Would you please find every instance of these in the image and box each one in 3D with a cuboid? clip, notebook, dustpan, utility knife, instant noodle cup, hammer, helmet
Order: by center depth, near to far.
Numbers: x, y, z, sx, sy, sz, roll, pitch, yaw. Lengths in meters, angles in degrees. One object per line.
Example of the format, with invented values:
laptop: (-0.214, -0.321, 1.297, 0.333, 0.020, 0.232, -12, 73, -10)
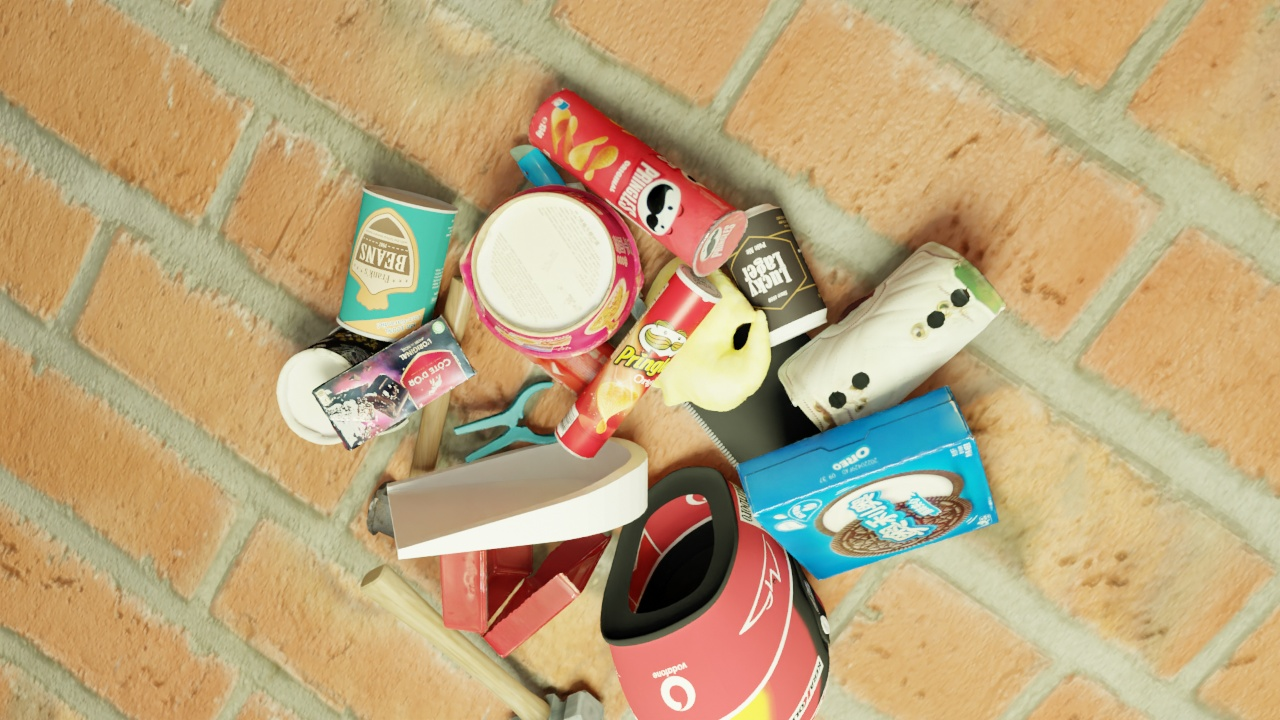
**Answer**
instant noodle cup: (-0.090, -0.091, 0.900, 0.178, 0.077, 0.178, 0, 90, 2)
helmet: (0.084, 0.270, 0.916, 0.198, 0.270, 0.224, -27, 115, 24)
dustpan: (-0.120, 0.125, 0.931, 0.257, 0.191, 0.053, -3, 101, -18)
utility knife: (-0.061, -0.133, 0.945, 0.031, 0.015, 0.225, -35, 87, 16)
notebook: (0.150, 0.061, 0.967, 0.149, 0.016, 0.206, -39, 91, 15)
clip: (-0.140, 0.051, 0.997, 0.130, 0.031, 0.121, 0, 96, -14)
instant noodle cup: (-0.322, 0.030, 1.007, 0.137, 0.112, 0.137, 2, 102, 11)
hammer: (-0.179, 0.333, 1.007, 0.117, 0.051, 0.323, -30, 116, 24)
hammer: (-0.230, 0.064, 1.015, 0.098, 0.052, 0.329, 17, 108, 8)

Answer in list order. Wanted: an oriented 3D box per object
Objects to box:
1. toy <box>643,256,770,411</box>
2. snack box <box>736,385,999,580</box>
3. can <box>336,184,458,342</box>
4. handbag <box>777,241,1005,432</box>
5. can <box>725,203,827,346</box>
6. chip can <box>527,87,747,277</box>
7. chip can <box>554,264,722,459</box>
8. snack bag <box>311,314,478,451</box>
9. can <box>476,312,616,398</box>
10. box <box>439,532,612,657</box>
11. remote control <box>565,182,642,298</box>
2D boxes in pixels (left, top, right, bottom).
toy: (0.057, -0.022, 0.927, 0.170, 0.064, 0.155, 51, 126, 28)
snack box: (0.221, 0.126, 0.863, 0.196, 0.239, 0.056, -23, 56, 15)
can: (-0.258, -0.102, 0.974, 0.099, 0.099, 0.144, 18, 104, 8)
handbag: (0.230, -0.015, 0.864, 0.199, 0.142, 0.096, -41, 89, 9)
can: (0.129, -0.084, 0.904, 0.072, 0.071, 0.128, -25, 86, 15)
chip can: (-0.007, -0.177, 0.889, 0.233, 0.073, 0.073, 40, 106, 22)
chip can: (-0.005, 0.005, 0.900, 0.052, 0.051, 0.215, 39, 110, 2)
snack bag: (-0.252, 0.022, 0.945, 0.155, 0.018, 0.074, -33, 108, -15)
can: (-0.093, -0.023, 0.973, 0.170, 0.067, 0.067, 38, 105, 3)
box: (-0.146, 0.209, 0.983, 0.156, 0.157, 0.147, 42, 104, -1)
remote control: (-0.055, -0.118, 0.968, 0.050, 0.024, 0.143, -28, 94, 15)
